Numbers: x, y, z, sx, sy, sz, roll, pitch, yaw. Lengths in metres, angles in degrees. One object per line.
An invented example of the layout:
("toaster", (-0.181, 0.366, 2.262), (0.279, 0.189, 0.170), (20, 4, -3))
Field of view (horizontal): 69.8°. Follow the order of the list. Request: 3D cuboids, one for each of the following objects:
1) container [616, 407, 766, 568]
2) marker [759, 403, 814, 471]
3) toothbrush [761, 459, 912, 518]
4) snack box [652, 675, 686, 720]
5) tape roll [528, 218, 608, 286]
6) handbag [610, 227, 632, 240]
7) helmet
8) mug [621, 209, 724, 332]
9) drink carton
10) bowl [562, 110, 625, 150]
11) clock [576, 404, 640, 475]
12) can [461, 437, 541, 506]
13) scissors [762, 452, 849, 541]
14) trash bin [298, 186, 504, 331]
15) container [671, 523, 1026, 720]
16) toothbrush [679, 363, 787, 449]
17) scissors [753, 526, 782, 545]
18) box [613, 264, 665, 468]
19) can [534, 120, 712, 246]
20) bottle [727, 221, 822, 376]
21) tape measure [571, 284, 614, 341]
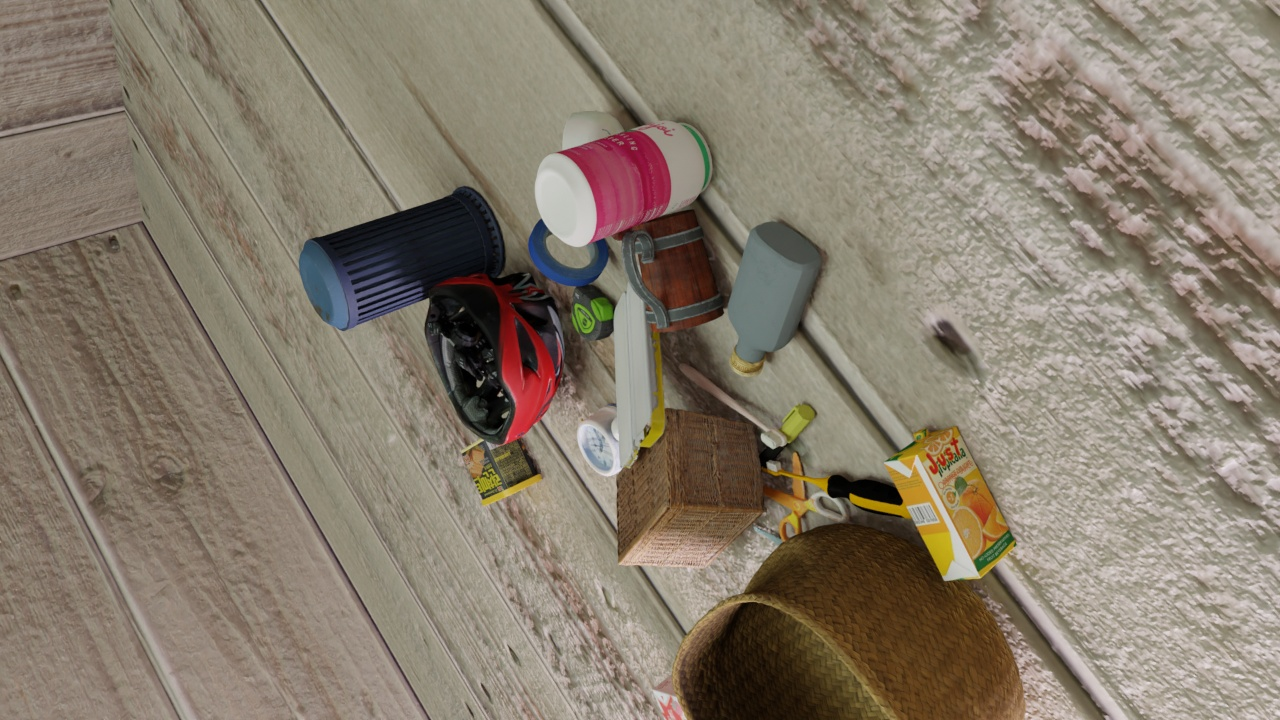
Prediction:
("container", (0.050, 0.150, 1.030), (0.199, 0.112, 0.113), (121, 152, -54))
("marker", (0.148, 0.083, 0.969), (0.021, 0.017, 0.124), (53, 147, 17))
("toothbrush", (0.196, 0.126, 0.915), (0.197, 0.031, 0.031), (10, 117, 49))
("snack box", (0.085, 0.484, 1.273), (0.095, 0.079, 0.093), (-11, 102, 57))
("tape roll", (-0.084, -0.130, 1.076), (0.093, 0.091, 0.016), (61, 147, 14))
("handbag", (-0.053, -0.184, 1.061), (0.119, 0.029, 0.055), (38, 137, 41))
("helmet", (-0.199, -0.003, 1.254), (0.217, 0.166, 0.273), (49, 144, 22))
("mug", (0.026, -0.088, 0.935), (0.082, 0.117, 0.111), (-5, 105, 37))
("drink carton", (0.266, 0.121, 0.793), (0.041, 0.058, 0.122), (-30, 87, 57))
("bowl", (-0.041, -0.210, 0.964), (0.054, 0.104, 0.105), (-2, 116, 15))
("clock", (-0.031, 0.108, 1.206), (0.126, 0.051, 0.089), (7, 116, 49))
("can", (-0.232, 0.172, 1.509), (0.131, 0.072, 0.101), (-30, 84, 57))
("scissors", (0.173, 0.157, 0.985), (0.128, 0.011, 0.125), (12, 116, 46))
("trash bin", (-0.330, -0.139, 1.267), (0.139, 0.248, 0.139), (33, 136, 38))
("container", (0.206, 0.318, 0.880), (0.307, 0.196, 0.308), (29, 132, 38))
("toothbrush", (0.094, 0.046, 1.001), (0.181, 0.018, 0.016), (39, 137, 45))
("scissors", (0.176, 0.215, 1.024), (0.137, 0.015, 0.057), (21, 130, 41))
("box", (-0.006, 0.006, 1.030), (0.127, 0.023, 0.209), (129, 142, -57))
("can", (-0.015, -0.173, 0.883), (0.088, 0.165, 0.088), (33, 136, 38))
("bottle", (0.121, -0.051, 0.889), (0.072, 0.046, 0.162), (44, 142, 28))
("tape measure", (-0.057, -0.056, 1.143), (0.065, 0.035, 0.059), (45, 134, 33))
